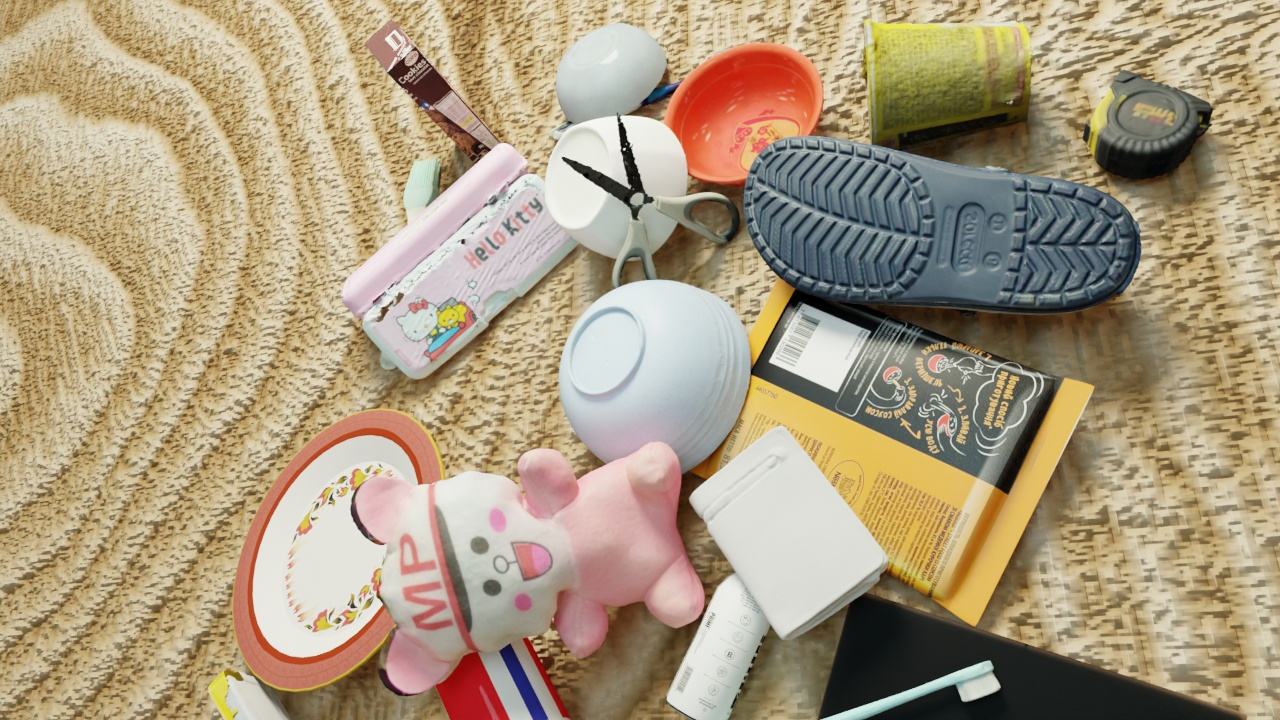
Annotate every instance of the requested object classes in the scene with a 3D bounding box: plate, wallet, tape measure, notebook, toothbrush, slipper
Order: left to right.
[{"bbox_3d":[-0.239,0.147,0.736,0.230,0.021,0.229,-18,55,26],"label":"plate"},{"bbox_3d":[0.002,-0.234,0.809,0.189,0.017,0.016,-18,57,16],"label":"toothbrush"},{"bbox_3d":[0.092,0.107,0.578,0.086,0.032,0.116,-34,58,3],"label":"wallet"},{"bbox_3d":[0.122,0.214,0.540,0.181,0.016,0.016,-25,71,15],"label":"toothbrush"},{"bbox_3d":[0.192,-0.082,0.614,0.253,0.095,0.105,15,100,25],"label":"slipper"},{"bbox_3d":[0.202,0.229,0.512,0.209,0.008,0.141,13,77,29],"label":"notebook"},{"bbox_3d":[0.334,-0.151,0.609,0.067,0.038,0.062,32,75,29],"label":"tape measure"}]

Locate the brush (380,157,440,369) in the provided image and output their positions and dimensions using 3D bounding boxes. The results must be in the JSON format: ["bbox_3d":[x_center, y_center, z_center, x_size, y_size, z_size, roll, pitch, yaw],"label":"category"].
[{"bbox_3d":[-0.215,-0.093,0.853,0.033,0.012,0.217,-4,68,23],"label":"brush"}]

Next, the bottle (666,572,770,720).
[{"bbox_3d":[0.059,0.174,0.589,0.041,0.041,0.116,21,78,31],"label":"bottle"}]

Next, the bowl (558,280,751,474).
[{"bbox_3d":[-0.004,0.004,0.654,0.151,0.074,0.150,-17,60,32],"label":"bowl"}]

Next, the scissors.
[{"bbox_3d":[0.008,-0.106,0.686,0.012,0.157,0.169,56,141,45],"label":"scissors"}]

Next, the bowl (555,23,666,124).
[{"bbox_3d":[-0.033,-0.261,0.812,0.106,0.039,0.106,-17,49,20],"label":"bowl"}]

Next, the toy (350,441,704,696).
[{"bbox_3d":[-0.071,0.126,0.593,0.213,0.084,0.142,-12,96,-11],"label":"toy"}]

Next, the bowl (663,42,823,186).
[{"bbox_3d":[0.086,-0.187,0.733,0.131,0.045,0.130,-10,64,21],"label":"bowl"}]

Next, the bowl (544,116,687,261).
[{"bbox_3d":[-0.025,-0.139,0.725,0.117,0.065,0.116,-2,87,46],"label":"bowl"}]

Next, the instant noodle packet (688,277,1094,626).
[{"bbox_3d":[0.151,0.047,0.604,0.221,0.032,0.160,26,87,31],"label":"instant noodle packet"}]

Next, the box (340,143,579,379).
[{"bbox_3d":[-0.155,-0.086,0.804,0.201,0.103,0.101,-41,21,2],"label":"box"}]

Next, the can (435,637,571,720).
[{"bbox_3d":[-0.105,0.215,0.629,0.070,0.070,0.132,-39,58,4],"label":"can"}]

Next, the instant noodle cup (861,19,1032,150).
[{"bbox_3d":[0.215,-0.199,0.654,0.108,0.102,0.102,-3,66,14],"label":"instant noodle cup"}]

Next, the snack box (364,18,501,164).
[{"bbox_3d":[-0.182,-0.236,0.823,0.032,0.141,0.051,-40,57,3],"label":"snack box"}]

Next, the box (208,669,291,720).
[{"bbox_3d":[-0.259,0.325,0.652,0.080,0.084,0.210,-47,57,-9],"label":"box"}]
